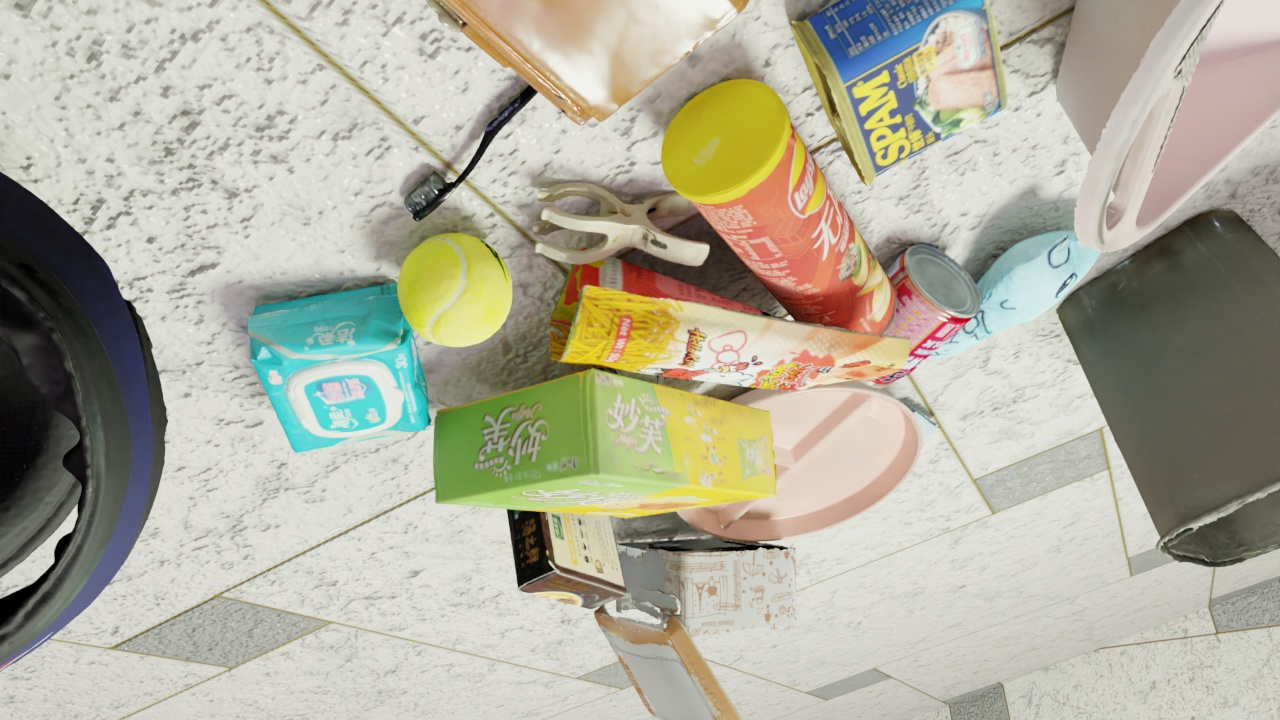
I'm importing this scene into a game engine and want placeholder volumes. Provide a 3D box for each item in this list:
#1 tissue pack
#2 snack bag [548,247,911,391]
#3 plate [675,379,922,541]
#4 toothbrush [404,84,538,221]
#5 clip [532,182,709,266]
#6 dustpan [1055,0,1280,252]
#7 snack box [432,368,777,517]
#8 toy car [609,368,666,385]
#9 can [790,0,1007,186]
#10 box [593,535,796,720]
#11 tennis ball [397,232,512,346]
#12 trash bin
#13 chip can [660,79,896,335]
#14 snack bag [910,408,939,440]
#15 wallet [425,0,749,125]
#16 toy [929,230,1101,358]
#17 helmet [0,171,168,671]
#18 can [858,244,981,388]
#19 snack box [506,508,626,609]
[{"bbox_3d":[-0.188,0.010,0.588,0.093,0.050,0.134,-10,148,-11],"label":"tissue pack"},{"bbox_3d":[0.050,-0.014,0.588,0.207,0.073,0.129,13,166,-16],"label":"snack bag"},{"bbox_3d":[0.137,0.091,0.824,0.229,0.028,0.230,-6,137,-5],"label":"plate"},{"bbox_3d":[-0.062,-0.131,0.462,0.016,0.014,0.189,39,122,-24],"label":"toothbrush"},{"bbox_3d":[-0.012,-0.080,0.535,0.100,0.071,0.035,0,139,-13],"label":"clip"},{"bbox_3d":[0.321,-0.168,0.450,0.273,0.138,0.223,-19,147,6],"label":"dustpan"},{"bbox_3d":[-0.021,0.069,0.669,0.158,0.070,0.209,-15,161,38],"label":"snack box"},{"bbox_3d":[-0.004,0.004,0.672,0.043,0.034,0.091,-12,146,0],"label":"toy car"},{"bbox_3d":[0.135,-0.151,0.474,0.083,0.057,0.102,-27,146,13],"label":"can"},{"bbox_3d":[0.052,0.275,0.905,0.154,0.187,0.183,0,174,-23],"label":"box"},{"bbox_3d":[-0.107,-0.041,0.530,0.065,0.065,0.066,-11,147,-7],"label":"tennis ball"},{"bbox_3d":[0.468,0.023,0.725,0.198,0.219,0.199,17,134,-41],"label":"trash bin"},{"bbox_3d":[0.093,-0.075,0.555,0.073,0.073,0.216,-28,145,18],"label":"chip can"},{"bbox_3d":[0.191,0.098,0.893,0.191,0.038,0.110,-34,135,25],"label":"snack bag"},{"bbox_3d":[-0.031,-0.167,0.393,0.108,0.031,0.131,-34,135,25],"label":"wallet"},{"bbox_3d":[0.280,-0.050,0.691,0.156,0.049,0.161,-32,161,11],"label":"toy"},{"bbox_3d":[-0.337,0.014,0.352,0.315,0.247,0.240,1,-173,-13],"label":"helmet"},{"bbox_3d":[0.191,-0.030,0.669,0.066,0.066,0.094,5,142,-29],"label":"can"},{"bbox_3d":[-0.068,0.140,0.776,0.053,0.113,0.125,-29,144,21],"label":"snack box"}]
